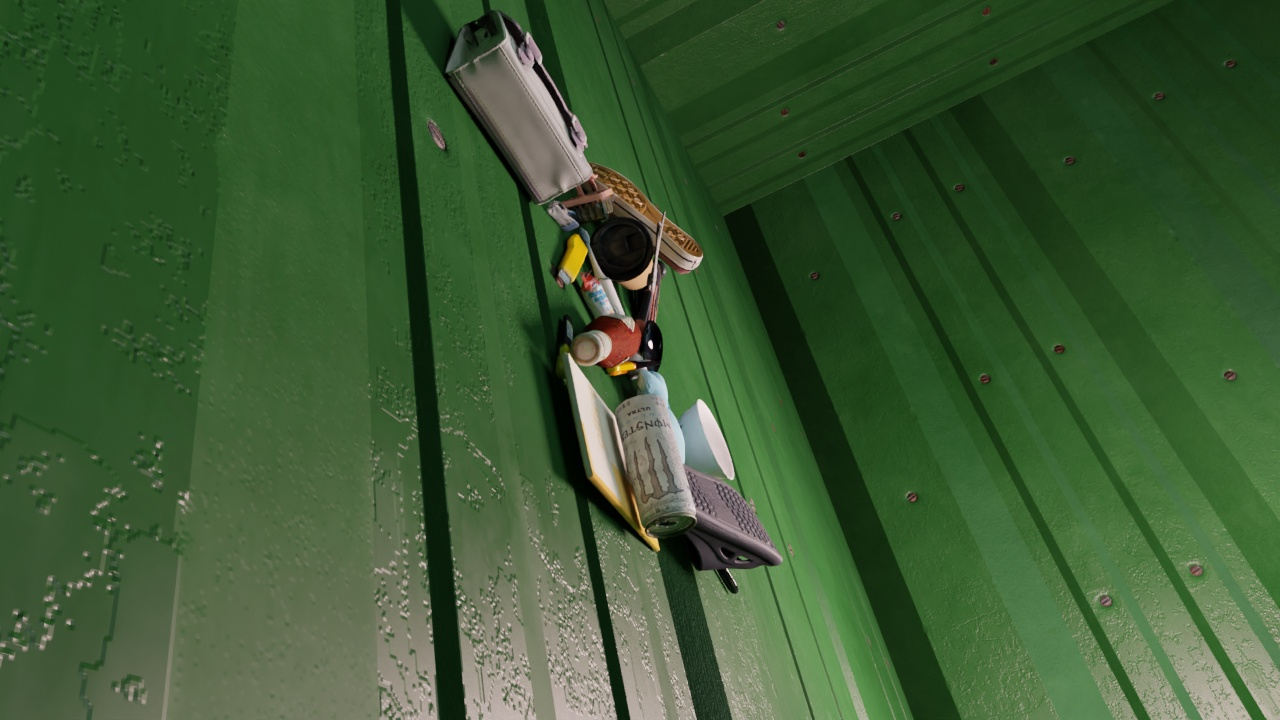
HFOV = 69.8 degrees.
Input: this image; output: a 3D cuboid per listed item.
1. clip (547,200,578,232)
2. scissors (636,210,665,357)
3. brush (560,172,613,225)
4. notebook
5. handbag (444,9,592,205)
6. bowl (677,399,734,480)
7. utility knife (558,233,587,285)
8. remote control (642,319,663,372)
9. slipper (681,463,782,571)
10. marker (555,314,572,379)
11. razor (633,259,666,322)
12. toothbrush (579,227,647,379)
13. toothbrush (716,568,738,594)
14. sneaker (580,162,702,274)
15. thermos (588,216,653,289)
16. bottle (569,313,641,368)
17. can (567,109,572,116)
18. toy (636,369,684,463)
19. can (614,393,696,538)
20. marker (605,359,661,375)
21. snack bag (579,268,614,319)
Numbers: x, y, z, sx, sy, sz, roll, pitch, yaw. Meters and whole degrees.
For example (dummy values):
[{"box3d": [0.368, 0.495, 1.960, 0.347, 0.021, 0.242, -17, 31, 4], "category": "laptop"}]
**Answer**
[{"box3d": [-0.103, -0.190, 1.193, 0.058, 0.027, 0.044, 42, 35, -61], "category": "clip"}, {"box3d": [0.013, -0.089, 1.271, 0.189, 0.015, 0.224, 80, 23, -72], "category": "scissors"}, {"box3d": [-0.073, -0.236, 1.310, 0.145, 0.063, 0.073, -67, 142, -74], "category": "brush"}, {"box3d": [-0.029, 0.100, 0.955, 0.206, 0.010, 0.145, 58, 14, -53], "category": "notebook"}, {"box3d": [-0.142, -0.309, 1.107, 0.197, 0.098, 0.144, 56, 10, -38], "category": "handbag"}, {"box3d": [0.075, 0.119, 1.259, 0.118, 0.065, 0.118, 59, 15, -27], "category": "bowl"}, {"box3d": [-0.088, -0.128, 1.160, 0.033, 0.015, 0.177, 56, 16, -17], "category": "utility knife"}, {"box3d": [0.018, -0.013, 1.257, 0.136, 0.024, 0.053, 83, 18, -69], "category": "remote control"}, {"box3d": [0.071, 0.193, 1.100, 0.268, 0.083, 0.110, 35, 20, -44], "category": "slipper"}, {"box3d": [-0.081, -0.016, 0.986, 0.018, 0.015, 0.124, 60, 13, -28], "category": "marker"}, {"box3d": [0.010, -0.105, 1.456, 0.167, 0.062, 0.068, -88, -178, -53], "category": "razor"}, {"box3d": [-0.041, -0.080, 1.233, 0.026, 0.027, 0.221, 71, -3, -79], "category": "toothbrush"}, {"box3d": [0.086, 0.240, 1.196, 0.181, 0.016, 0.018, 60, 20, -22], "category": "toothbrush"}, {"box3d": [-0.016, -0.210, 1.441, 0.241, 0.088, 0.118, 40, 30, -1], "category": "sneaker"}, {"box3d": [-0.021, -0.148, 1.325, 0.143, 0.093, 0.093, 47, 20, -78], "category": "thermos"}, {"box3d": [-0.041, -0.019, 1.032, 0.060, 0.060, 0.206, 65, 10, -1], "category": "bottle"}, {"box3d": [-0.115, -0.307, 1.289, 0.053, 0.053, 0.132, 57, 15, -34], "category": "can"}, {"box3d": [0.025, 0.084, 1.153, 0.161, 0.050, 0.156, 21, 50, -78], "category": "toy"}, {"box3d": [0.015, 0.110, 0.967, 0.058, 0.058, 0.146, 47, 23, -55], "category": "can"}, {"box3d": [-0.007, 0.007, 1.169, 0.123, 0.018, 0.015, -8, 102, -60], "category": "marker"}, {"box3d": [-0.052, -0.068, 1.173, 0.045, 0.026, 0.105, -77, 143, -75], "category": "snack bag"}]
